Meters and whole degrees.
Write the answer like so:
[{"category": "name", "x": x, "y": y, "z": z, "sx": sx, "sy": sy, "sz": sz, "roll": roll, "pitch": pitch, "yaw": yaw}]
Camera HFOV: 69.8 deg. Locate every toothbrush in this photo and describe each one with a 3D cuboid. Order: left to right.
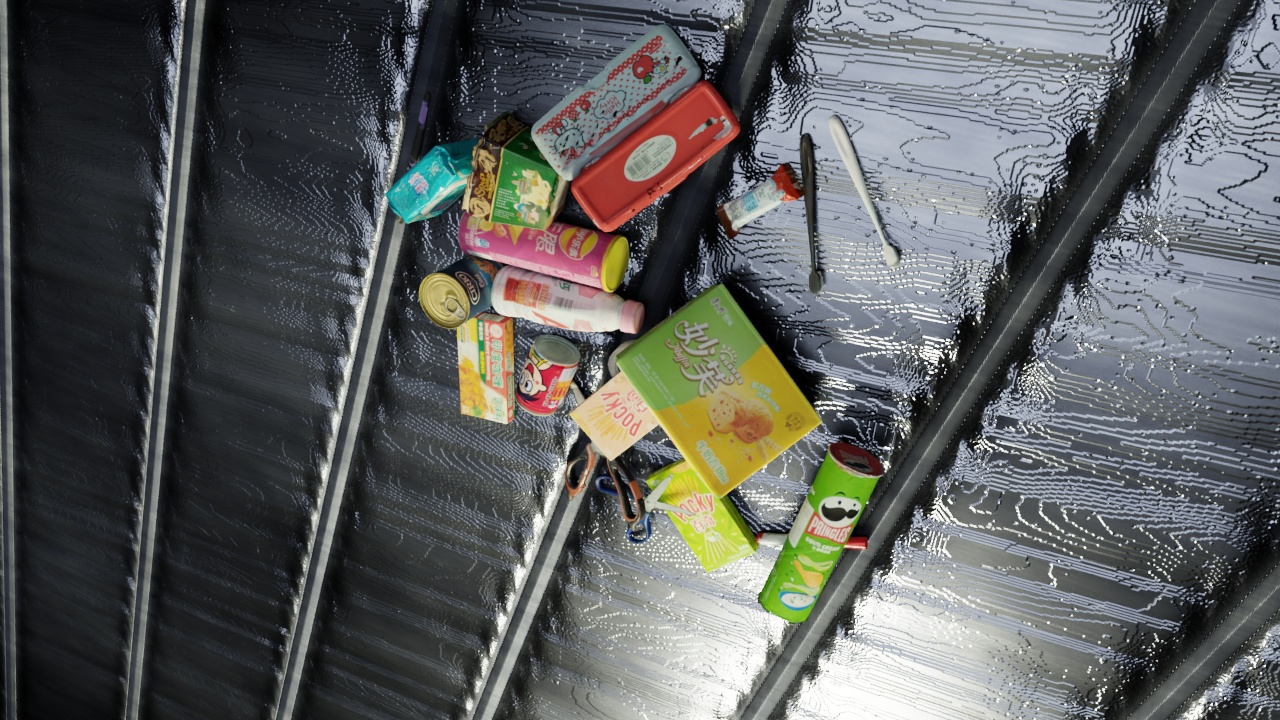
[{"category": "toothbrush", "x": -0.304, "y": -0.267, "z": 1.224, "sx": 0.014, "sy": 0.016, "sz": 0.189, "roll": 27, "pitch": 119, "yaw": 12}, {"category": "toothbrush", "x": 0.193, "y": -0.164, "z": 1.037, "sx": 0.016, "sy": 0.018, "sz": 0.181, "roll": 6, "pitch": 112, "yaw": 38}, {"category": "toothbrush", "x": 0.246, "y": -0.185, "z": 1.005, "sx": 0.016, "sy": 0.016, "sz": 0.180, "roll": -21, "pitch": 99, "yaw": 28}]

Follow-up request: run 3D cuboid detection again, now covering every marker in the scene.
[{"category": "marker", "x": 0.222, "y": 0.234, "z": 1.193, "sx": 0.145, "sy": 0.017, "sz": 0.017, "roll": -3, "pitch": 110, "yaw": 26}]

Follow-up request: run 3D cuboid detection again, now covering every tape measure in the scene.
[{"category": "tape measure", "x": -0.007, "y": 0.007, "z": 1.192, "sx": 0.066, "sy": 0.033, "sz": 0.066, "roll": -30, "pitch": 99, "yaw": 30}]

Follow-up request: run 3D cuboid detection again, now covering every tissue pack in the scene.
[{"category": "tissue pack", "x": -0.252, "y": -0.230, "z": 1.170, "sx": 0.134, "sy": 0.093, "sz": 0.050, "roll": -32, "pitch": 92, "yaw": 32}]

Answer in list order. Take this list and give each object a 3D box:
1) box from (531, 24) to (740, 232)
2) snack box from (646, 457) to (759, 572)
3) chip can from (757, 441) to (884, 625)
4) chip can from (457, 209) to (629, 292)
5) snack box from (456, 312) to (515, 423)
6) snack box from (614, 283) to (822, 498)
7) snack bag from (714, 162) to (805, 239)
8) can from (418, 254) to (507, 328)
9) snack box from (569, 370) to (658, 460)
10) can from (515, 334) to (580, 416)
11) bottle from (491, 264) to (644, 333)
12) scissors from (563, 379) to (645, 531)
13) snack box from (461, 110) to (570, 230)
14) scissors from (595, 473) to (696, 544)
[{"category": "box", "x": -0.007, "y": -0.261, "z": 1.036, "sx": 0.201, "sy": 0.039, "sz": 0.158, "roll": -37, "pitch": 94, "yaw": 8}, {"category": "snack box", "x": 0.084, "y": 0.205, "z": 1.239, "sx": 0.086, "sy": 0.026, "sz": 0.156, "roll": -30, "pitch": 96, "yaw": 31}, {"category": "chip can", "x": 0.220, "y": 0.217, "z": 1.139, "sx": 0.072, "sy": 0.072, "sz": 0.236, "roll": 26, "pitch": 114, "yaw": 13}, {"category": "chip can", "x": -0.124, "y": -0.146, "z": 1.159, "sx": 0.211, "sy": 0.071, "sz": 0.071, "roll": 16, "pitch": 117, "yaw": 19}, {"category": "snack box", "x": -0.217, "y": 0.009, "z": 1.294, "sx": 0.077, "sy": 0.026, "sz": 0.156, "roll": 11, "pitch": 116, "yaw": 19}, {"category": "snack box", "x": 0.090, "y": 0.035, "z": 1.096, "sx": 0.157, "sy": 0.070, "sz": 0.210, "roll": -36, "pitch": 94, "yaw": -1}, {"category": "snack bag", "x": 0.134, "y": -0.181, "z": 1.049, "sx": 0.104, "sy": 0.026, "sz": 0.048, "roll": -32, "pitch": 73, "yaw": 33}, {"category": "can", "x": -0.227, "y": -0.096, "z": 1.205, "sx": 0.075, "sy": 0.110, "sz": 0.075, "roll": 11, "pitch": 117, "yaw": 21}, {"category": "snack box", "x": -0.009, "y": 0.054, "z": 1.174, "sx": 0.158, "sy": 0.026, "sz": 0.084, "roll": -40, "pitch": 95, "yaw": 26}, {"category": "can", "x": -0.126, "y": 0.021, "z": 1.234, "sx": 0.066, "sy": 0.066, "sz": 0.094, "roll": 31, "pitch": 121, "yaw": 10}, {"category": "bottle", "x": -0.092, "y": -0.074, "z": 1.178, "sx": 0.197, "sy": 0.068, "sz": 0.068, "roll": 13, "pitch": 116, "yaw": 18}, {"category": "scissors", "x": -0.052, "y": 0.130, "z": 1.257, "sx": 0.189, "sy": 0.015, "sz": 0.226, "roll": 40, "pitch": 128, "yaw": 25}, {"category": "snack box", "x": -0.143, "y": -0.222, "z": 1.122, "sx": 0.105, "sy": 0.117, "sz": 0.118, "roll": 20, "pitch": 121, "yaw": 2}, {"category": "scissors", "x": 0.004, "y": 0.199, "z": 1.262, "sx": 0.162, "sy": 0.012, "sz": 0.175, "roll": 29, "pitch": 133, "yaw": 25}]
